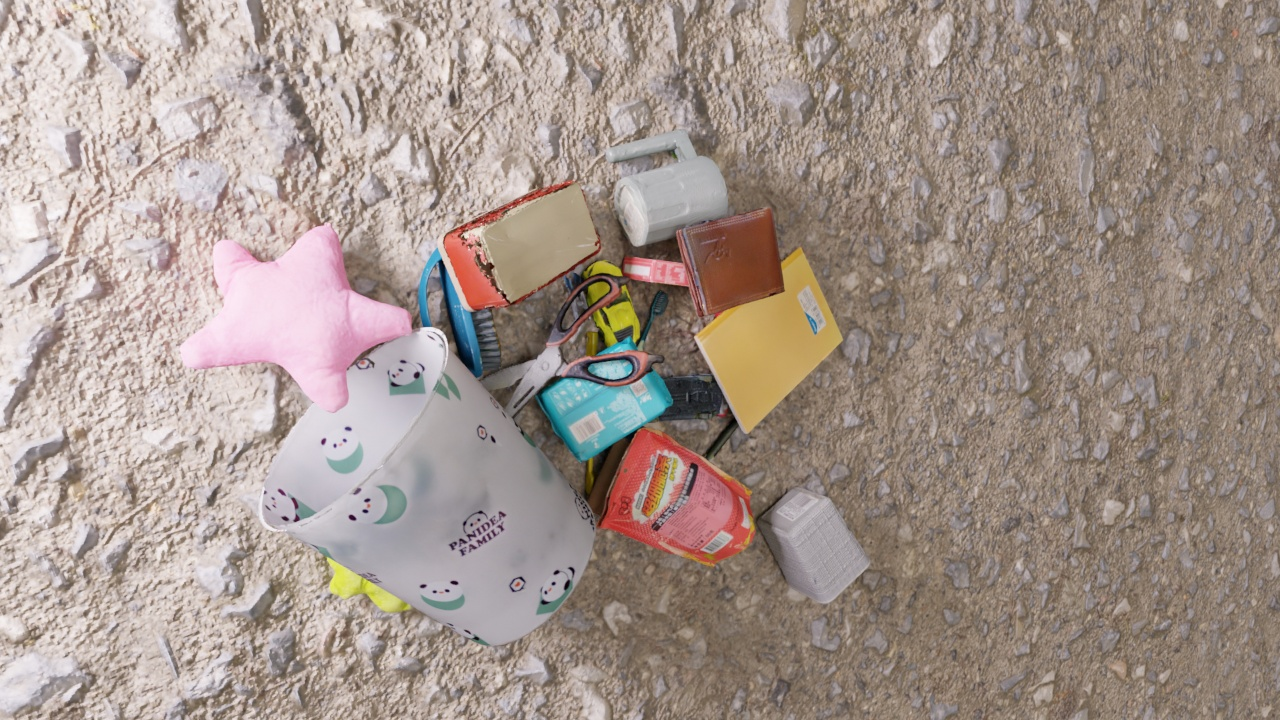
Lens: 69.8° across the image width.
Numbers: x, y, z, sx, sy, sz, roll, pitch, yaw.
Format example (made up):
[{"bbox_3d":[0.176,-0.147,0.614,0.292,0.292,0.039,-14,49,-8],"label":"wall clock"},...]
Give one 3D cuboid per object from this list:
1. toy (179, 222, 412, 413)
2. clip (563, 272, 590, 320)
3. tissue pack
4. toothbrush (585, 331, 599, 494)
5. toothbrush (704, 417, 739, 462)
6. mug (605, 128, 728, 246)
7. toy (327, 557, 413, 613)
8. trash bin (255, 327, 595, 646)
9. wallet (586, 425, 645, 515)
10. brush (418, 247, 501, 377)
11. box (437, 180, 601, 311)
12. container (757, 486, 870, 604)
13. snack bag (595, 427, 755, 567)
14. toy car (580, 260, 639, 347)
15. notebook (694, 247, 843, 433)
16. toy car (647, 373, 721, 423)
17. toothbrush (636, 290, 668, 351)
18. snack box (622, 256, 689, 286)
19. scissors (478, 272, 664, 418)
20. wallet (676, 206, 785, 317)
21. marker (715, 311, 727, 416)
[{"bbox_3d":[-0.312,-0.049,0.862,0.194,0.075,0.178,17,73,-8],"label":"toy"},{"bbox_3d":[-0.070,-0.069,1.025,0.036,0.025,0.058,-19,111,-17],"label":"clip"},{"bbox_3d":[-0.039,0.042,1.018,0.133,0.050,0.093,-31,93,-4],"label":"tissue pack"},{"bbox_3d":[-0.054,0.061,1.057,0.016,0.016,0.190,-4,99,-32],"label":"toothbrush"},{"bbox_3d":[0.087,0.123,1.141,0.185,0.012,0.017,-51,122,-12],"label":"toothbrush"},{"bbox_3d":[0.026,-0.196,1.033,0.103,0.084,0.124,-19,79,-23],"label":"mug"},{"bbox_3d":[-0.273,0.220,0.958,0.100,0.031,0.097,-7,99,-26],"label":"toy"},{"bbox_3d":[-0.190,0.134,0.891,0.229,0.230,0.252,-50,122,-13],"label":"trash bin"},{"bbox_3d":[-0.009,0.134,1.074,0.090,0.033,0.115,28,84,-42],"label":"wallet"},{"bbox_3d":[-0.190,-0.049,0.947,0.073,0.055,0.144,-17,105,-26],"label":"brush"},{"bbox_3d":[-0.112,-0.121,0.928,0.167,0.078,0.091,-39,116,-46],"label":"box"},{"bbox_3d":[0.220,0.234,1.185,0.090,0.090,0.114,-38,109,-18],"label":"container"},{"bbox_3d":[0.047,0.167,1.074,0.207,0.073,0.128,31,87,-37],"label":"snack bag"},{"bbox_3d":[-0.031,-0.063,1.041,0.048,0.032,0.105,-26,107,-22],"label":"toy car"},{"bbox_3d":[0.165,-0.027,1.141,0.205,0.010,0.146,-40,113,-27],"label":"notebook"},{"bbox_3d":[0.042,0.045,1.092,0.120,0.037,0.054,-3,96,-26],"label":"toy car"},{"bbox_3d":[-0.006,0.006,1.065,0.016,0.018,0.191,30,78,-42],"label":"toothbrush"},{"bbox_3d":[0.062,-0.098,1.060,0.152,0.075,0.025,4,97,-28],"label":"snack box"},{"bbox_3d":[-0.081,-0.005,0.987,0.226,0.015,0.188,4,78,5],"label":"scissors"},{"bbox_3d":[0.104,-0.111,1.020,0.124,0.032,0.101,-18,98,-27],"label":"wallet"},{"bbox_3d":[0.099,-0.003,1.126,0.017,0.017,0.145,-5,100,-27],"label":"marker"}]
